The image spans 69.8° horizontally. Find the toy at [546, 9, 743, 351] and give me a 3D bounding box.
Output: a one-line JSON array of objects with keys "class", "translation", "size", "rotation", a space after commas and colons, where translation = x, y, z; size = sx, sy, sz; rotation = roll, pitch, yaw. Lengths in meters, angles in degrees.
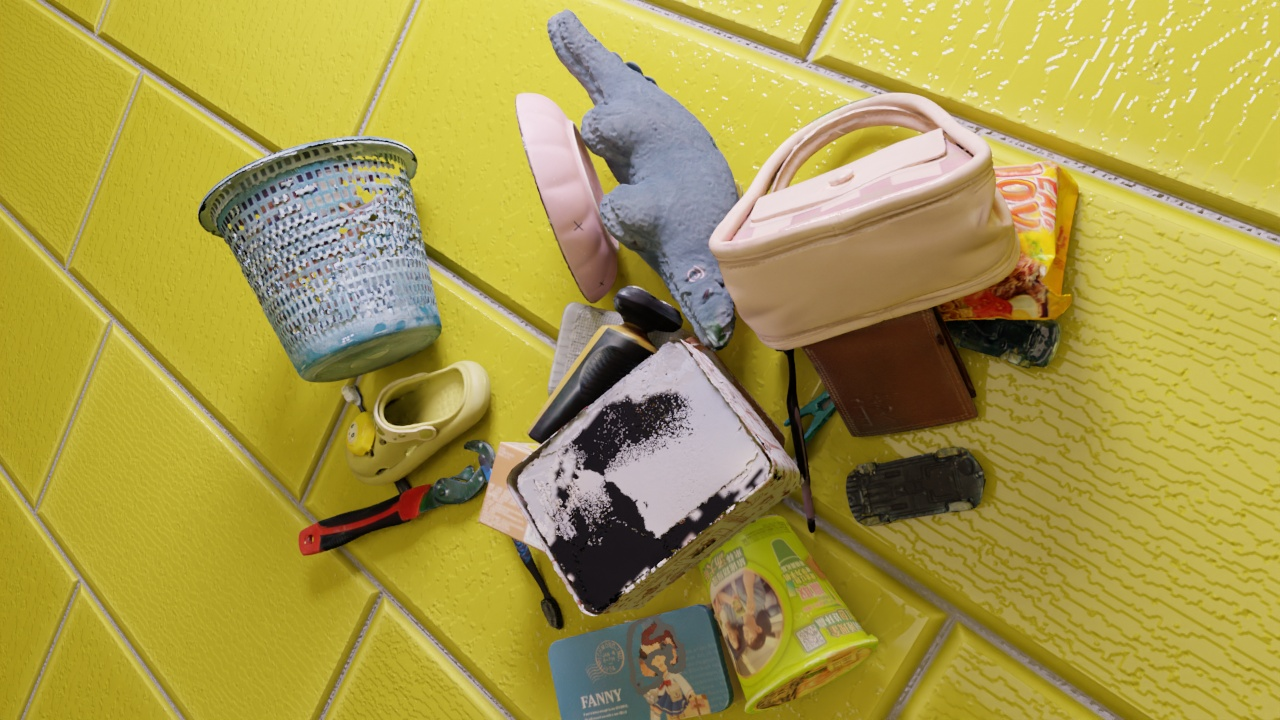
[{"class": "toy", "translation": [0.020, -0.152, 0.779], "size": [0.092, 0.137, 0.356], "rotation": [-39, 60, 32]}]

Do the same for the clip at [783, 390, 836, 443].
[{"class": "clip", "translation": [0.144, 0.043, 0.754], "size": [0.056, 0.014, 0.040], "rotation": [-47, 64, 18]}]

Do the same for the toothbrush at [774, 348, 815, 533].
[{"class": "toothbrush", "translation": [0.121, 0.052, 0.723], "size": [0.017, 0.014, 0.189], "rotation": [8, 116, 47]}]

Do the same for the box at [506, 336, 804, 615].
[{"class": "box", "translation": [0.019, 0.091, 0.720], "size": [0.182, 0.177, 0.152], "rotation": [-40, 65, 11]}]

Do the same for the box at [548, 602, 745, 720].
[{"class": "box", "translation": [0.003, 0.265, 0.786], "size": [0.185, 0.061, 0.089], "rotation": [-24, 71, 25]}]

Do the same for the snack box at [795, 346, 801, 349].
[{"class": "snack box", "translation": [0.144, -0.051, 0.733], "size": [0.091, 0.082, 0.080], "rotation": [15, 78, 32]}]

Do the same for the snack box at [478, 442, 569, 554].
[{"class": "snack box", "translation": [-0.075, 0.124, 0.830], "size": [0.093, 0.094, 0.077], "rotation": [17, 93, 32]}]

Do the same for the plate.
[{"class": "plate", "translation": [-0.057, -0.146, 0.808], "size": [0.039, 0.192, 0.192], "rotation": [-19, 73, 5]}]

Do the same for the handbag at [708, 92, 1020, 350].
[{"class": "handbag", "translation": [0.159, -0.127, 0.678], "size": [0.194, 0.093, 0.233], "rotation": [-16, 36, 23]}]

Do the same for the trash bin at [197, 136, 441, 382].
[{"class": "trash bin", "translation": [-0.308, -0.090, 0.948], "size": [0.227, 0.226, 0.195], "rotation": [-24, 85, 27]}]

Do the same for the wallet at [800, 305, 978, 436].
[{"class": "wallet", "translation": [0.182, 0.006, 0.680], "size": [0.101, 0.124, 0.032], "rotation": [-16, 39, 27]}]

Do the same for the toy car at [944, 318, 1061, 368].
[{"class": "toy car", "translation": [0.263, -0.022, 0.678], "size": [0.091, 0.034, 0.043], "rotation": [19, 95, 38]}]

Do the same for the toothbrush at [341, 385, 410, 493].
[{"class": "toothbrush", "translation": [-0.286, 0.096, 1.010], "size": [0.016, 0.018, 0.181], "rotation": [-41, 67, 13]}]

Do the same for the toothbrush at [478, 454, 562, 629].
[{"class": "toothbrush", "translation": [-0.119, 0.174, 0.891], "size": [0.014, 0.016, 0.189], "rotation": [-33, 72, 17]}]

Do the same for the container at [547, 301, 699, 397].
[{"class": "container", "translation": [-0.005, 0.005, 0.808], "size": [0.114, 0.090, 0.090], "rotation": [11, 90, 29]}]

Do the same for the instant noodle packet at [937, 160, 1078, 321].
[{"class": "instant noodle packet", "translation": [0.256, -0.089, 0.668], "size": [0.111, 0.044, 0.128], "rotation": [2, 62, 28]}]

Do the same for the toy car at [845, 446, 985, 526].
[{"class": "toy car", "translation": [0.209, 0.096, 0.697], "size": [0.106, 0.031, 0.049], "rotation": [-16, 76, 30]}]

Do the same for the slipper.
[{"class": "slipper", "translation": [-0.242, 0.054, 0.944], "size": [0.191, 0.081, 0.091], "rotation": [-30, 52, 20]}]

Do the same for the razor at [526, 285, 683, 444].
[{"class": "razor", "translation": [-0.036, 0.009, 0.751], "size": [0.168, 0.062, 0.067], "rotation": [-50, 37, 19]}]

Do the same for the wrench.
[{"class": "wrench", "translation": [-0.263, 0.155, 0.974], "size": [0.274, 0.016, 0.056], "rotation": [-26, 70, 20]}]

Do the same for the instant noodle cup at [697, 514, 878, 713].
[{"class": "instant noodle cup", "translation": [0.105, 0.190, 0.712], "size": [0.112, 0.111, 0.123], "rotation": [-39, 58, 21]}]
